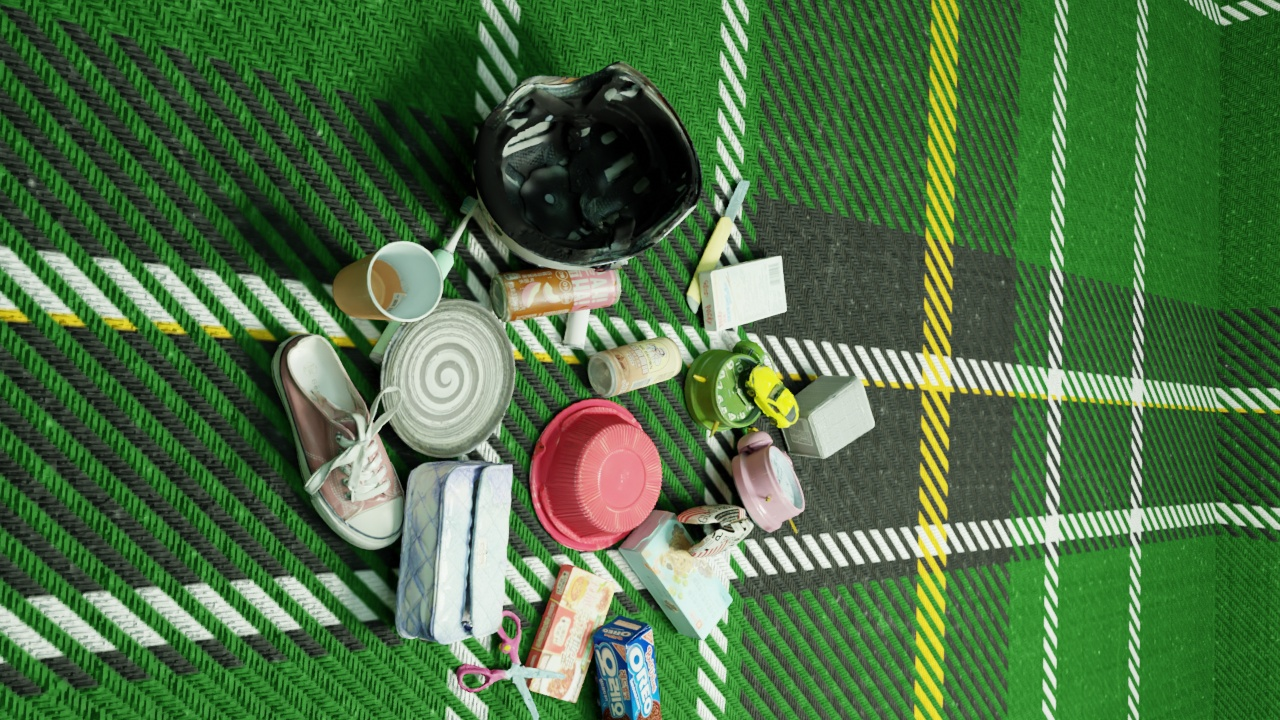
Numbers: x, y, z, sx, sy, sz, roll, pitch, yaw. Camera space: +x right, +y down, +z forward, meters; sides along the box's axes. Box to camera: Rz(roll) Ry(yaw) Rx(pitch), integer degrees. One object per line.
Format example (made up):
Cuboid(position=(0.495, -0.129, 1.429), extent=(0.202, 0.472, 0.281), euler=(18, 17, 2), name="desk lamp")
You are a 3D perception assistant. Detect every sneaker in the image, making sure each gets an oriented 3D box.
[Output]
Cuboid(position=(-0.295, 0.086, 0.926), extent=(0.118, 0.088, 0.241), euler=(-27, 106, -36), name="sneaker")

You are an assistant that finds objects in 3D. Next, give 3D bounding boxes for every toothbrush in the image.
Cuboid(position=(-0.233, -0.091, 1.018), extent=(0.027, 0.026, 0.224), euler=(28, 70, -4), name="toothbrush")
Cuboid(position=(-0.067, -0.123, 1.150), extent=(0.026, 0.027, 0.221), euler=(11, 82, -15), name="toothbrush")

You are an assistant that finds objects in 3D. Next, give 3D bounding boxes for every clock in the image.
Cuboid(position=(0.180, 0.163, 1.299), extent=(0.117, 0.060, 0.158), euler=(45, 25, -37), name="clock")
Cuboid(position=(0.134, 0.036, 1.289), extent=(0.160, 0.056, 0.116), euler=(-25, 106, -37), name="clock")

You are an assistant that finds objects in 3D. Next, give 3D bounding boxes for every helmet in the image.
Cuboid(position=(-0.074, -0.205, 1.063), extent=(0.273, 0.157, 0.230), euler=(-32, 91, -23), name="helmet")

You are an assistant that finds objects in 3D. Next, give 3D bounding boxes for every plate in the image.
Cuboid(position=(-0.216, 0.019, 1.022), extent=(0.179, 0.024, 0.179), euler=(-10, 103, -47), name="plate")

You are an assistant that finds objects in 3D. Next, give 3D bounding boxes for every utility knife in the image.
Cuboid(position=(0.112, -0.167, 1.298), extent=(0.031, 0.022, 0.220), euler=(36, 75, -33), name="utility knife")

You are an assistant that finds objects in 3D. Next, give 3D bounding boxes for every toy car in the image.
Cuboid(position=(0.185, 0.049, 1.273), extent=(0.105, 0.032, 0.048), euler=(50, 61, -25), name="toy car")

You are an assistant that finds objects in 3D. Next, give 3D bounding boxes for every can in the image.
Cuboid(position=(-0.007, 0.007, 1.176), extent=(0.116, 0.059, 0.058), euler=(-16, 99, -38), name="can")
Cuboid(position=(-0.100, -0.083, 1.085), extent=(0.147, 0.058, 0.058), euler=(-11, 96, -25), name="can")

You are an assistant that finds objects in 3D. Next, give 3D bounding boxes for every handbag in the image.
Cuboid(position=(-0.195, 0.207, 0.999), extent=(0.134, 0.076, 0.194), euler=(8, 85, -65), name="handbag")

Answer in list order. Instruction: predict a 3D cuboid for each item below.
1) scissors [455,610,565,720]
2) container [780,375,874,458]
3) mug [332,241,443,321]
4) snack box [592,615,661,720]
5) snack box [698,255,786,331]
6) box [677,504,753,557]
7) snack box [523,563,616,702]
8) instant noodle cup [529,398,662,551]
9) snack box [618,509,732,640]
Cuboid(position=(-0.153, 0.362, 1.064), extent=(0.130, 0.017, 0.133), euler=(-22, 87, -28), name="scissors")
Cuboid(position=(0.275, 0.087, 1.381), extent=(0.114, 0.090, 0.090), euler=(-30, 107, -32), name="container")
Cuboid(position=(-0.263, -0.075, 0.933), extent=(0.078, 0.123, 0.078), euler=(1, 89, -38), name="mug")
Cuboid(position=(-0.013, 0.430, 1.149), extent=(0.057, 0.058, 0.207), euler=(-18, 106, -49), name="snack box")
Cuboid(position=(0.149, -0.097, 1.313), extent=(0.156, 0.027, 0.085), euler=(-16, 104, -40), name="snack box")
Cuboid(position=(0.101, 0.211, 1.222), extent=(0.083, 0.075, 0.163), euler=(59, 19, 19), name="box")
Cuboid(position=(-0.088, 0.335, 1.127), extent=(0.075, 0.026, 0.152), euler=(32, 71, -34), name="snack box")
Cuboid(position=(-0.041, 0.145, 1.144), extent=(0.193, 0.066, 0.194), euler=(1, 88, -40), name="instant noodle cup")
Cuboid(position=(0.049, 0.285, 1.220), extent=(0.074, 0.052, 0.175), euler=(-47, 116, -30), name="snack box")
